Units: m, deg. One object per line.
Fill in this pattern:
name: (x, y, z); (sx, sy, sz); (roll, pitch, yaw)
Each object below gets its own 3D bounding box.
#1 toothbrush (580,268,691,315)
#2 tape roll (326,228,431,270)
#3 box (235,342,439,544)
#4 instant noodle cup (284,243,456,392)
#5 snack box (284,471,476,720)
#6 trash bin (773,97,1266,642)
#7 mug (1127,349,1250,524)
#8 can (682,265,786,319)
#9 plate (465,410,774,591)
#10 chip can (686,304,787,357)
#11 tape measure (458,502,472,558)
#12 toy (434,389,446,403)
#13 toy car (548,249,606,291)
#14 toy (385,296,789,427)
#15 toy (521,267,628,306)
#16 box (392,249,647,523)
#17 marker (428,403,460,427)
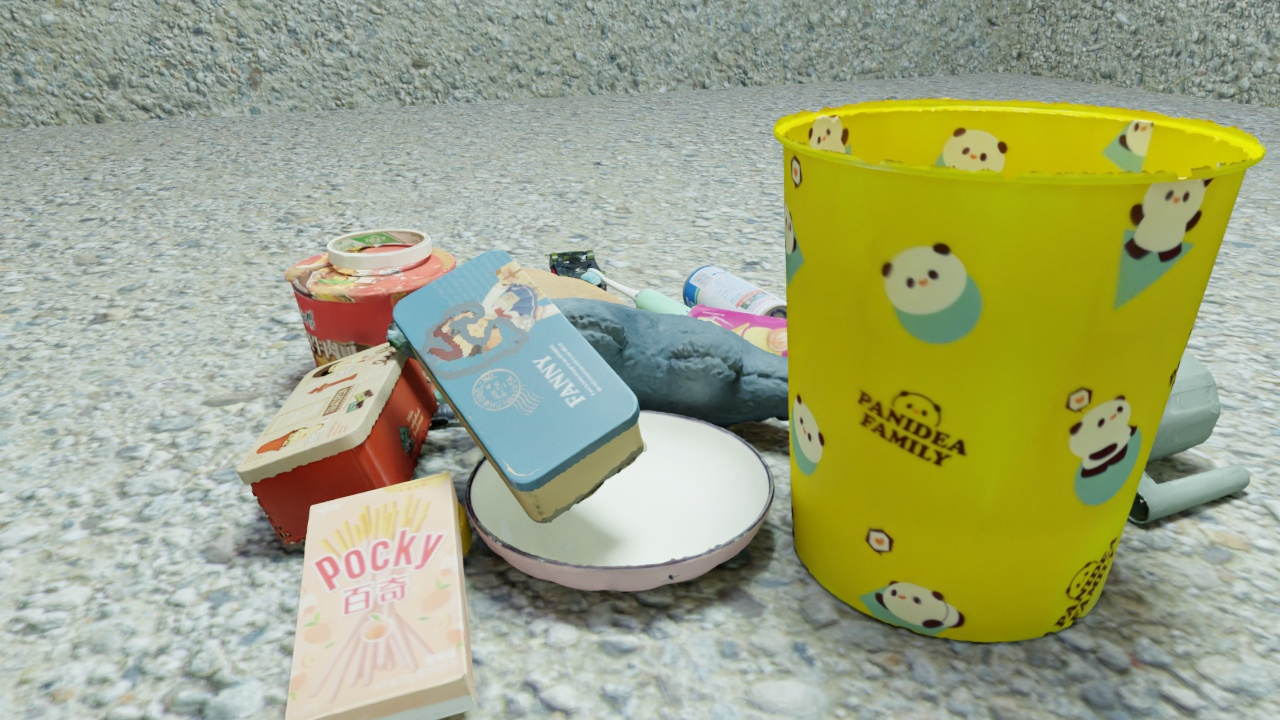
toothbrush: (0.026, -0.047, 0.877); (0.225, 0.026, 0.027); (29, 56, 35)
tape roll: (-0.221, -0.095, 0.780); (0.086, 0.014, 0.085); (-1, 22, 0)
box: (-0.197, 0.057, 0.628); (0.091, 0.077, 0.168); (-20, 21, 5)
instant noodle cup: (-0.221, -0.031, 0.786); (0.138, 0.109, 0.137); (-1, 23, 0)
snack box: (-0.134, 0.124, 0.481); (0.084, 0.026, 0.157); (-14, 34, -6)
trash bin: (0.184, -0.003, 0.514); (0.229, 0.256, 0.229); (-1, 23, 0)
mug: (0.342, 0.049, 0.631); (0.103, 0.084, 0.124); (-10, 51, -22)
can: (0.095, -0.051, 0.891); (0.053, 0.053, 0.134); (-12, 25, -24)
plate: (-0.013, 0.090, 0.582); (0.192, 0.039, 0.192); (-1, 23, 0)
chip can: (0.136, 0.004, 0.740); (0.211, 0.071, 0.071); (11, 26, 27)
tape measure: (-0.131, 0.109, 0.555); (0.059, 0.029, 0.057); (-30, 37, -26)
toy: (-0.130, 0.010, 0.767); (0.092, 0.030, 0.096); (-16, 33, 0)
toy car: (-0.068, -0.085, 0.990); (0.053, 0.045, 0.120); (-4, 29, -11)
toy: (-0.004, 0.004, 0.687); (0.356, 0.091, 0.138); (9, -2, -3)
toy: (-0.110, -0.049, 0.870); (0.226, 0.082, 0.143); (20, 7, 43)
box: (-0.071, 0.015, 0.551); (0.089, 0.060, 0.184); (-35, 54, -16)
marker: (-0.121, 0.042, 0.731); (0.130, 0.018, 0.022); (-3, 49, -4)
